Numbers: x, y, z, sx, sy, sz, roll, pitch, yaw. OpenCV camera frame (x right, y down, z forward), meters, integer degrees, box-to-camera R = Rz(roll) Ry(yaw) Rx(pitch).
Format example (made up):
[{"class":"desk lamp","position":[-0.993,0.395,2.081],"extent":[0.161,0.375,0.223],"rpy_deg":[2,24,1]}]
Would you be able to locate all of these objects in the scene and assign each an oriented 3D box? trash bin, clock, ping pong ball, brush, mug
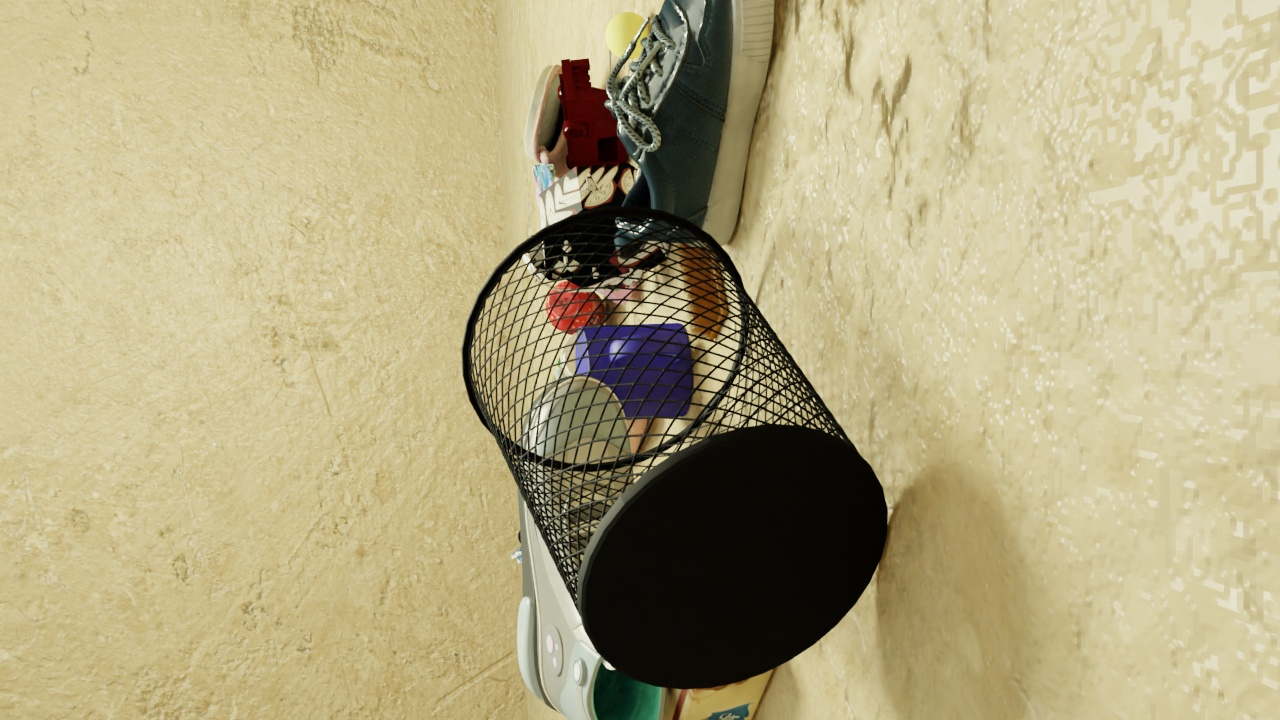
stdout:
[{"class":"trash bin","position":[0.013,0.042,0.485],"extent":[0.210,0.184,0.184],"rpy_deg":[-122,31,-56]},{"class":"clock","position":[-0.039,-0.097,0.798],"extent":[0.155,0.114,0.065],"rpy_deg":[-49,42,48]},{"class":"ping pong ball","position":[-0.011,-0.291,0.822],"extent":[0.040,0.040,0.040],"rpy_deg":[177,91,-78]},{"class":"brush","position":[0.041,-0.079,0.678],"extent":[0.048,0.017,0.126],"rpy_deg":[110,154,-62]},{"class":"mug","position":[-0.004,0.004,0.748],"extent":[0.111,0.083,0.079],"rpy_deg":[119,146,-68]}]

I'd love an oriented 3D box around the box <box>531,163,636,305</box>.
[{"class":"box","position":[-0.084,-0.134,0.995],"extent":[0.161,0.062,0.230],"rpy_deg":[54,177,-16]}]

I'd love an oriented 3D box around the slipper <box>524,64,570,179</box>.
[{"class":"slipper","position":[-0.084,-0.266,1.074],"extent":[0.274,0.054,0.114],"rpy_deg":[-29,-46,-85]}]

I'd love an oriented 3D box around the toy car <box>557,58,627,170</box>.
[{"class":"toy car","position":[-0.048,-0.228,0.946],"extent":[0.170,0.062,0.070],"rpy_deg":[88,173,-61]}]

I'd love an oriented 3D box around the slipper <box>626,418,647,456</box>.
[{"class":"slipper","position":[-0.036,0.052,0.939],"extent":[0.198,0.093,0.081],"rpy_deg":[126,160,-68]}]

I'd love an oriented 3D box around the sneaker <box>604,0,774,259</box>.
[{"class":"sneaker","position":[0.023,-0.168,0.571],"extent":[0.089,0.087,0.236],"rpy_deg":[-107,18,-51]}]

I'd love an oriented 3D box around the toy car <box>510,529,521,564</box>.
[{"class":"toy car","position":[-0.084,0.185,1.063],"extent":[0.055,0.153,0.056],"rpy_deg":[50,156,-1]}]

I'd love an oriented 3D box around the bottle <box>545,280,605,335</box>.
[{"class":"bottle","position":[-0.078,-0.061,1.056],"extent":[0.137,0.062,0.062],"rpy_deg":[20,-113,-82]}]

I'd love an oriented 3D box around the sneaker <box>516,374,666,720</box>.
[{"class":"sneaker","position":[-0.027,0.140,0.642],"extent":[0.160,0.093,0.256],"rpy_deg":[-176,85,-70]}]

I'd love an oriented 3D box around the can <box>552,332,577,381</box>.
[{"class":"can","position":[-0.066,0.013,1.081],"extent":[0.121,0.067,0.067],"rpy_deg":[124,142,-71]}]

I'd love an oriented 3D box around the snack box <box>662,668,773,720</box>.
[{"class":"snack box","position":[0.035,0.199,0.672],"extent":[0.153,0.055,0.208],"rpy_deg":[-104,17,-44]}]
